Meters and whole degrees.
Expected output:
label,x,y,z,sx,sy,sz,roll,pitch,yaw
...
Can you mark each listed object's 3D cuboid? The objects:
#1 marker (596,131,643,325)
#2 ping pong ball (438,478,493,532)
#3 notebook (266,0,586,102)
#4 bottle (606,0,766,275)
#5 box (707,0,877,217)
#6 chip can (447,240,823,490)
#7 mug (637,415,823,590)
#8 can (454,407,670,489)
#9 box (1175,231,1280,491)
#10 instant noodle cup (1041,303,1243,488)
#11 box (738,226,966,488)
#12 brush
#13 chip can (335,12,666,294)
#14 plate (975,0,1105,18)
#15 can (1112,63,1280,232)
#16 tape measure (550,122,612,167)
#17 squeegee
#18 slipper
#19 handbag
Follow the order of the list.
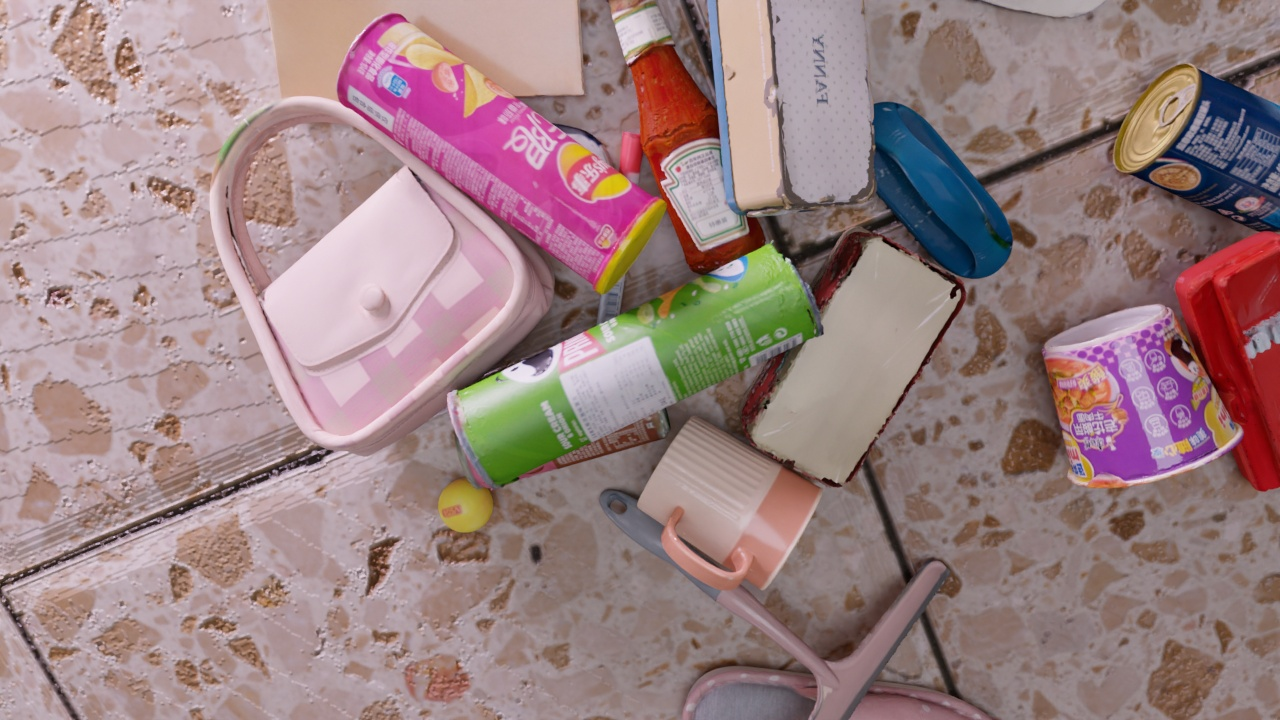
label,x,y,z,sx,sy,sz,roll,pitch,yaw
marker,-0.015,-0.087,0.651,0.017,0.017,0.145,8,103,-1
ping pong ball,-0.130,0.108,0.682,0.040,0.040,0.040,0,102,1
notebook,-0.145,-0.249,0.607,0.211,0.012,0.150,-1,110,2
bottle,0.024,-0.160,0.613,0.060,0.059,0.206,-21,101,5
box,0.096,-0.185,0.582,0.089,0.061,0.184,-6,93,-32
chip can,-0.004,0.003,0.594,0.236,0.072,0.072,-25,101,2
mug,0.055,0.106,0.636,0.106,0.114,0.082,31,130,9
can,-0.055,0.047,0.659,0.147,0.058,0.058,-16,102,4
box,0.452,0.010,0.601,0.119,0.098,0.201,-29,114,11
instant noodle cup,0.335,0.021,0.628,0.111,0.111,0.099,-21,94,5
box,0.143,-0.002,0.637,0.091,0.076,0.168,28,101,-6
brush,0.196,-0.112,0.614,0.055,0.073,0.144,-41,99,11
chip can,-0.087,-0.131,0.582,0.210,0.071,0.071,36,100,2
plate,0.252,-0.315,0.589,0.163,0.034,0.164,10,103,-2
can,0.386,-0.138,0.605,0.111,0.075,0.075,22,101,-5
tape measure,-0.052,-0.128,0.634,0.066,0.033,0.066,14,104,0
squeegee,0.069,0.176,0.674,0.249,0.040,0.247,38,77,5
slipper,0.167,0.305,0.715,0.274,0.054,0.114,14,102,-2
handbag,-0.193,-0.072,0.631,0.193,0.093,0.234,-39,91,8
